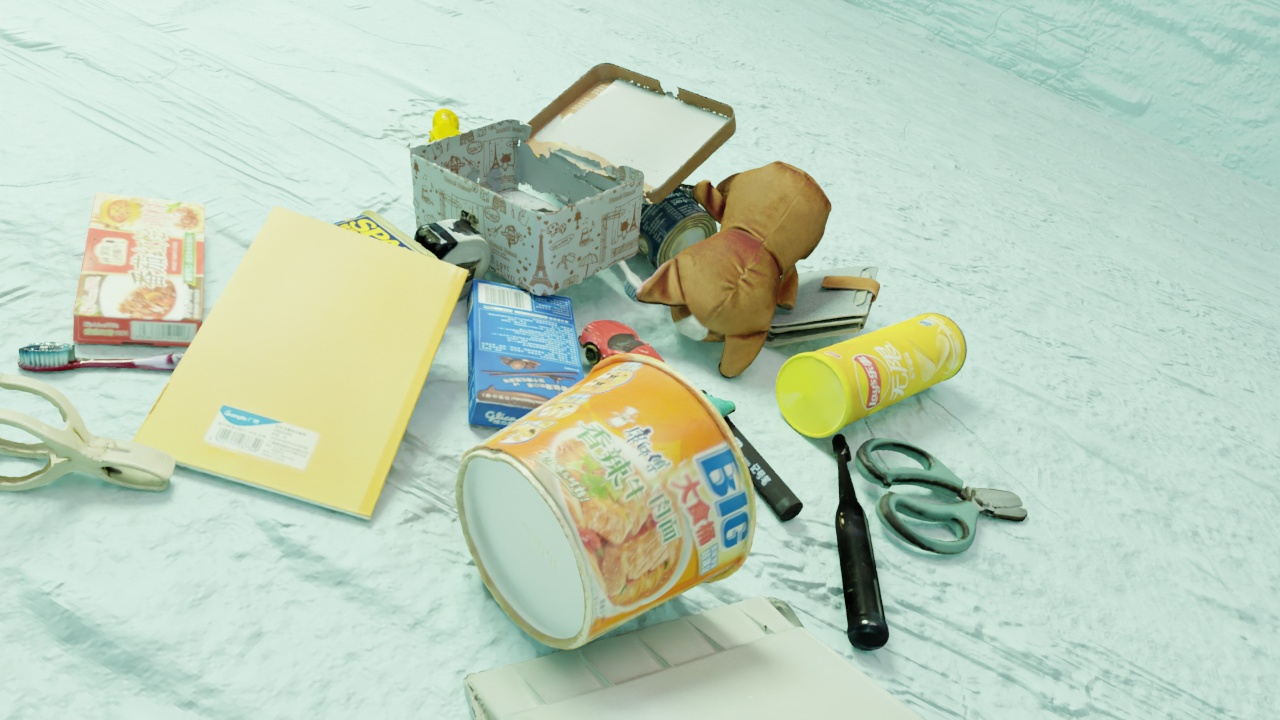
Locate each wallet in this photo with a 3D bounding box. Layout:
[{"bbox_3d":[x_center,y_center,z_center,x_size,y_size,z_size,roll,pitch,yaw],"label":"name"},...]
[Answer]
[{"bbox_3d":[0.176,-0.060,0.886,0.107,0.037,0.129,-8,23,24],"label":"wallet"}]

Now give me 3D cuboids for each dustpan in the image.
[{"bbox_3d":[0.062,0.251,0.451,0.222,0.143,0.258,-4,12,-34],"label":"dustpan"}]

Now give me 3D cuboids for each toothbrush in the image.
[{"bbox_3d":[-0.051,-0.146,0.894,0.026,0.026,0.221,-7,55,-39],"label":"toothbrush"},{"bbox_3d":[0.155,0.121,0.672,0.027,0.026,0.212,49,25,-21],"label":"toothbrush"},{"bbox_3d":[-0.294,-0.002,0.598,0.187,0.017,0.016,0,40,-28],"label":"toothbrush"}]

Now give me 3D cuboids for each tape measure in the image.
[{"bbox_3d":[-0.154,-0.081,0.742,0.033,0.066,0.065,41,40,22],"label":"tape measure"}]

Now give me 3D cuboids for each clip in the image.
[{"bbox_3d":[-0.310,0.039,0.491,0.101,0.096,0.035,0,38,-11],"label":"clip"}]

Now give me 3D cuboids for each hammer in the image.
[{"bbox_3d":[-0.077,-0.203,0.987,0.300,0.033,0.128,8,36,-19],"label":"hammer"}]

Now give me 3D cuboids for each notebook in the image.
[{"bbox_3d":[-0.211,-0.007,0.599,0.146,0.010,0.205,18,53,-7],"label":"notebook"}]

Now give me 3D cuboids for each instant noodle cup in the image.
[{"bbox_3d":[-0.027,0.083,0.523,0.111,0.152,0.151,-24,54,-38],"label":"instant noodle cup"}]

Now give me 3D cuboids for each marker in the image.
[{"bbox_3d":[0.079,0.071,0.705,0.022,0.020,0.132,8,33,-43],"label":"marker"}]

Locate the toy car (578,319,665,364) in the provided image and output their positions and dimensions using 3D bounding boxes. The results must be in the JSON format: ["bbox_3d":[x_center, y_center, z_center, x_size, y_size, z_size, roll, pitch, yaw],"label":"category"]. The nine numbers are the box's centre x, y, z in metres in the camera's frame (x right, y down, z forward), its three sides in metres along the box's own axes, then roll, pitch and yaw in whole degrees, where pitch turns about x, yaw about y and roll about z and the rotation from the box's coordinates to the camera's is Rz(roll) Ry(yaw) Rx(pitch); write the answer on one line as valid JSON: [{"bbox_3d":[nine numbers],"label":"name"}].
[{"bbox_3d":[-0.004,0.004,0.731,0.106,0.031,0.049,46,39,19],"label":"toy car"}]

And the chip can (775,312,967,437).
[{"bbox_3d":[0.212,0.009,0.818,0.212,0.072,0.072,-15,48,-43],"label":"chip can"}]

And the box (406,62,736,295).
[{"bbox_3d":[-0.055,-0.176,0.835,0.179,0.103,0.260,29,43,30],"label":"box"}]

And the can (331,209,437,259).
[{"bbox_3d":[-0.213,-0.063,0.694,0.102,0.057,0.083,35,38,20],"label":"can"}]

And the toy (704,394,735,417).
[{"bbox_3d":[0.039,0.063,0.673,0.096,0.030,0.091,4,52,-26],"label":"toy"}]

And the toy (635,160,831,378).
[{"bbox_3d":[0.086,-0.088,0.827,0.140,0.131,0.199,34,60,-6],"label":"toy"}]

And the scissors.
[{"bbox_3d":[0.252,0.125,0.725,0.185,0.019,0.129,22,39,-10],"label":"scissors"}]

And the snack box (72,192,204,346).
[{"bbox_3d":[-0.350,-0.066,0.649,0.075,0.026,0.152,3,38,-26],"label":"snack box"}]

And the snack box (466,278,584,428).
[{"bbox_3d":[-0.090,-0.004,0.707,0.084,0.026,0.157,10,35,-18],"label":"snack box"}]

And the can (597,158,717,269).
[{"bbox_3d":[0.016,-0.143,0.917,0.075,0.075,0.111,-12,46,-40],"label":"can"}]
